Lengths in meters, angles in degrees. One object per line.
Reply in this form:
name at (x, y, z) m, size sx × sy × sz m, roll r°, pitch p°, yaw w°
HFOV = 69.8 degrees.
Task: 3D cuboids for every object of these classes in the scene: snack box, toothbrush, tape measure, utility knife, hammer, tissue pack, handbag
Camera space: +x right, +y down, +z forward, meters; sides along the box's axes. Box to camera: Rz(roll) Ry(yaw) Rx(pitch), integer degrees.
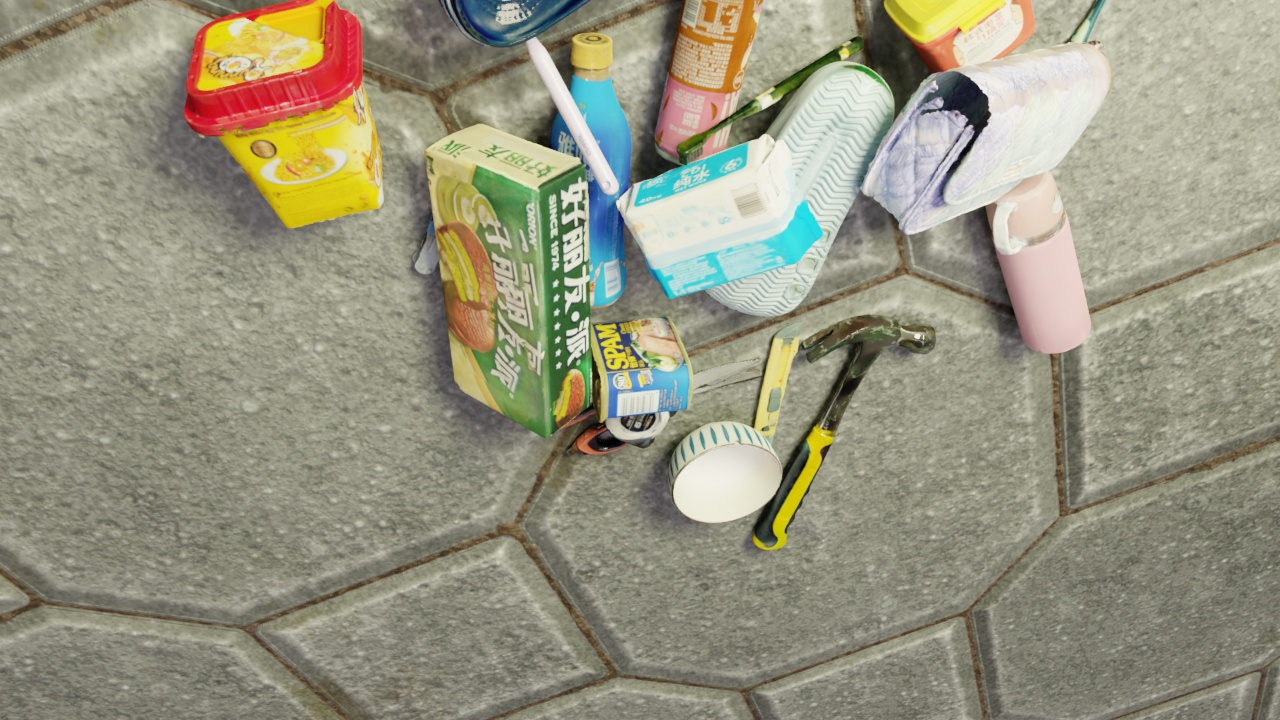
snack box at (0.245, -0.261, 0.692) m, size 0.091 × 0.082 × 0.080 m, roll -35°, pitch 137°, yaw 16°
toothbrush at (0.101, -0.200, 0.702) m, size 0.185 × 0.012 × 0.017 m, roll -35°, pitch 149°, yaw -16°
snack box at (-0.102, -0.060, 0.746) m, size 0.063 × 0.114 × 0.241 m, roll -38°, pitch 143°, yaw -39°
tape measure at (-0.004, 0.047, 0.888) m, size 0.066 × 0.033 × 0.066 m, roll 26°, pitch 115°, yaw -30°
utility knife at (0.136, 0.043, 0.951) m, size 0.031 × 0.021 × 0.199 m, roll -3°, pitch 132°, yaw -12°
toothbrush at (-0.065, -0.203, 0.655) m, size 0.029 × 0.021 × 0.189 m, roll -25°, pitch 103°, yaw 21°
hammer at (0.189, 0.086, 0.983) m, size 0.126 × 0.031 × 0.324 m, roll 7°, pitch 126°, yaw -18°
tissue pack at (0.059, -0.108, 0.702) m, size 0.140 × 0.063 × 0.090 m, roll -16°, pitch 125°, yaw 22°
handbag at (0.269, -0.173, 0.706) m, size 0.193 × 0.075 × 0.134 m, roll -25°, pitch 155°, yaw -36°
toothbrush at (0.356, -0.259, 0.757) m, size 0.018 × 0.016 × 0.192 m, roll 12°, pitch 125°, yaw -9°

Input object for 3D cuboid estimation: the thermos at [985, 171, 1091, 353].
thermos at (0.367, -0.086, 0.854) m, size 0.067 × 0.087 × 0.198 m, roll 9°, pitch 147°, yaw 41°

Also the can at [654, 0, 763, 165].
can at (0.051, -0.223, 0.690) m, size 0.058 × 0.057 × 0.148 m, roll 3°, pitch 127°, yaw -15°

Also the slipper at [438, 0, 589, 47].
slipper at (-0.020, -0.293, 0.573) m, size 0.253 × 0.095 × 0.105 m, roll -39°, pitch 140°, yaw 4°

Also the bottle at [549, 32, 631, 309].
bottle at (-0.041, -0.145, 0.727) m, size 0.065 × 0.065 × 0.219 m, roll -5°, pitch 128°, yaw -9°

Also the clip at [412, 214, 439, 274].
clip at (-0.173, -0.097, 0.768) m, size 0.026 × 0.041 × 0.058 m, roll 18°, pitch 123°, yaw -26°

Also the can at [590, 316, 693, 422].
can at (-0.005, 0.005, 0.832) m, size 0.083 × 0.102 × 0.057 m, roll -6°, pitch 129°, yaw -11°

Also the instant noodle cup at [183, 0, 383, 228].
instant noodle cup at (-0.238, -0.168, 0.643) m, size 0.116 × 0.116 × 0.124 m, roll -13°, pitch 141°, yaw -2°

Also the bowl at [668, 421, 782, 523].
bowl at (0.082, 0.107, 0.953) m, size 0.116 × 0.066 × 0.117 m, roll -6°, pitch 130°, yaw -8°

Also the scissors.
scissors at (0.017, 0.046, 0.924) m, size 0.205 × 0.015 × 0.198 m, roll 16°, pitch 122°, yaw -23°

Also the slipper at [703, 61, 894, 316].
slipper at (0.121, -0.139, 0.760) m, size 0.104 × 0.074 × 0.246 m, roll 16°, pitch 130°, yaw -13°
